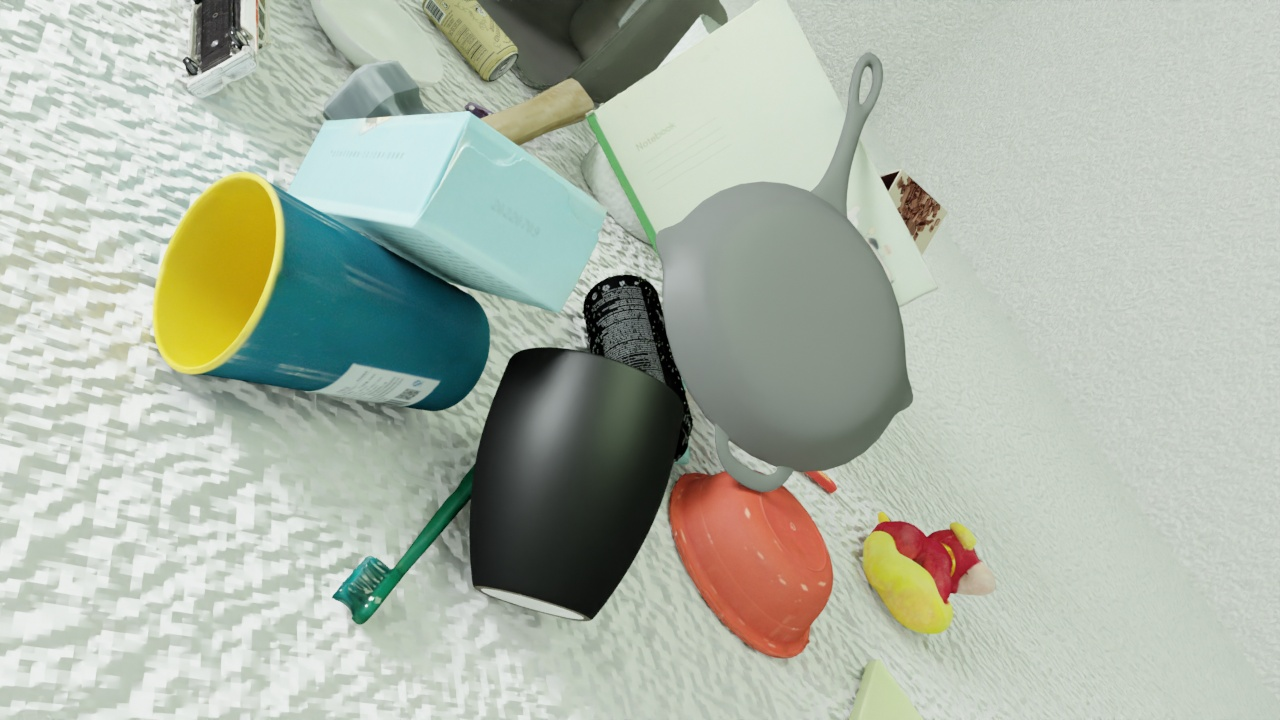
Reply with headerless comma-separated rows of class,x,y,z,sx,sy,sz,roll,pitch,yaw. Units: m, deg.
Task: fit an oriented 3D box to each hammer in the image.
hammer,-0.095,-0.164,0.652,0.117,0.051,0.322,51,25,-10

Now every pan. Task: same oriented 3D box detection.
pan,0.124,-0.080,0.612,0.216,0.024,0.353,30,64,-20

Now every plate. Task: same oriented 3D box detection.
plate,-0.183,-0.219,0.622,0.104,0.026,0.104,38,26,-23

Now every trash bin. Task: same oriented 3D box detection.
trash bin,0.040,-0.192,0.799,0.133,0.162,0.133,38,27,-24
trash bin,-0.034,-0.358,0.892,0.197,0.198,0.219,54,19,12

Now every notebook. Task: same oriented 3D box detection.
notebook,0.087,-0.126,0.710,0.252,0.182,0.010,63,22,1

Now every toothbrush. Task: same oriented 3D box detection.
toothbrush,-0.082,0.057,0.415,0.017,0.016,0.189,44,24,-4
toothbrush,0.095,0.047,0.713,0.212,0.018,0.012,39,21,-31

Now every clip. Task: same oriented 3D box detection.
clip,-0.113,-0.179,0.704,0.050,0.014,0.046,30,31,-34

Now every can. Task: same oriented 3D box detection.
can,-0.003,0.003,0.578,0.054,0.054,0.137,32,30,-35
can,-0.140,-0.272,0.757,0.079,0.038,0.038,49,24,-4

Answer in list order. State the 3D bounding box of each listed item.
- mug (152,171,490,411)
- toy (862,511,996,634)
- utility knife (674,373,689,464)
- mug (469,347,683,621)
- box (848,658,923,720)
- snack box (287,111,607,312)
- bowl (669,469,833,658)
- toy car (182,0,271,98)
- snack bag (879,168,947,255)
mug,-0.124,-0.018,0.385,0.121,0.078,0.078,24,35,-53
toy,0.225,0.166,0.743,0.137,0.067,0.105,-2,52,-45
utility knife,0.024,0.021,0.656,0.022,0.016,0.177,43,22,-19
mug,-0.034,0.063,0.415,0.085,0.119,0.100,15,69,2
box,0.161,0.268,0.527,0.137,0.024,0.186,51,24,8
snack box,-0.096,-0.070,0.418,0.075,0.053,0.175,31,-7,-37
bowl,0.078,0.115,0.570,0.130,0.045,0.130,39,26,-24
toy car,-0.219,-0.179,0.495,0.039,0.039,0.113,54,13,-52
snack bag,0.153,-0.074,0.769,0.094,0.207,0.069,19,39,-49
